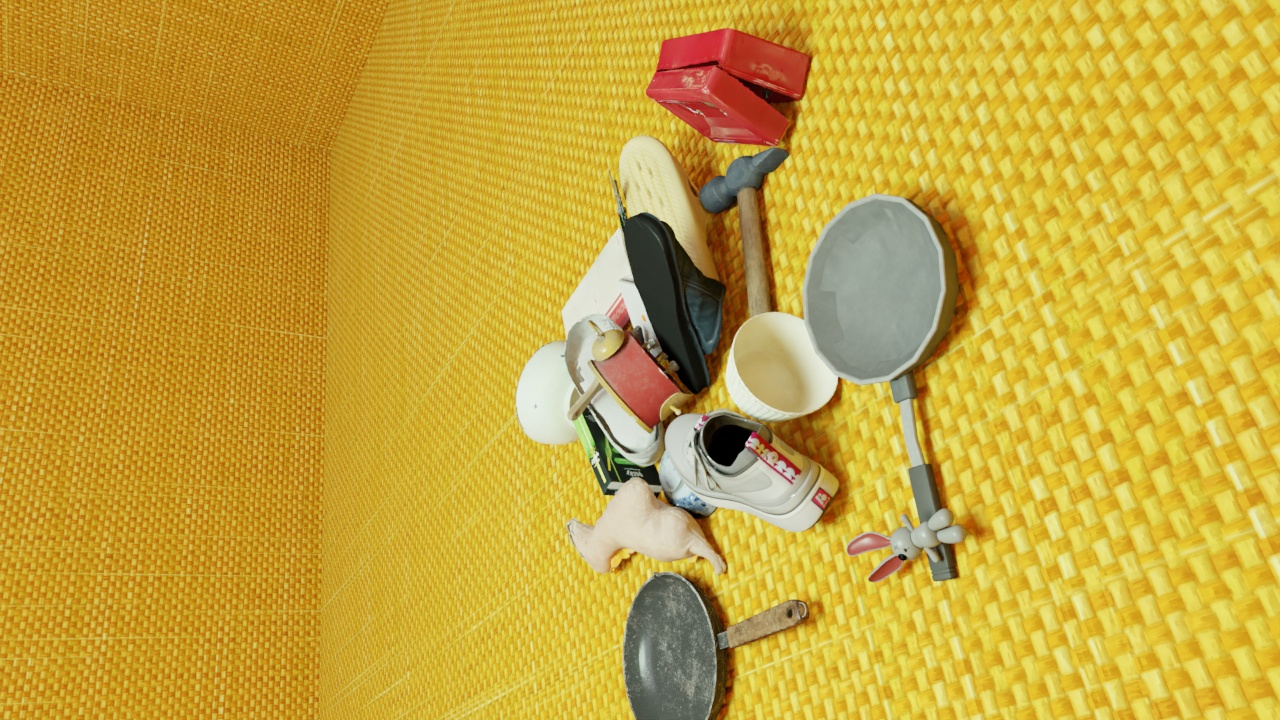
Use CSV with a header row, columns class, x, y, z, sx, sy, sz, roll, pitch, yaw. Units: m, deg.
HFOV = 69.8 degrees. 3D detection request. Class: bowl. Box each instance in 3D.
class,x,y,z,sx,sy,sz,roll,pitch,yaw
bowl,-0.100,0.052,1.319,0.073,0.153,0.153,13,94,38
bowl,0.055,0.136,1.117,0.114,0.045,0.114,-23,63,56
bowl,0.139,0.014,0.951,0.063,0.115,0.115,121,146,-60

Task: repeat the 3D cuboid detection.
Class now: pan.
class,x,y,z,sx,sy,sz,roll,pitch,yaw
pan,0.082,0.321,1.032,0.358,0.040,0.207,-39,50,48
pan,0.240,0.019,0.839,0.179,0.041,0.356,-32,61,53

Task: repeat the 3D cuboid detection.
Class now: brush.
class,x,y,z,sx,sy,sz,roll,pitch,yaw
brush,-0.045,0.019,1.195,0.012,0.039,0.151,35,81,30

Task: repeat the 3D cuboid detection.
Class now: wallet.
class,x,y,z,sx,sy,sz,roll,pitch,yaw
wallet,0.014,-0.052,1.212,0.118,0.037,0.115,26,138,69

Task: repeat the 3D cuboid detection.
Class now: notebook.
class,x,y,z,sx,sy,sz,roll,pitch,yaw
notebook,-0.064,-0.080,1.409,0.209,0.012,0.153,-50,42,42

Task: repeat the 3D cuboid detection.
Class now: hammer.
class,x,y,z,sx,sy,sz,roll,pitch,yaw
hammer,0.135,-0.089,1.052,0.130,0.040,0.321,-28,60,50

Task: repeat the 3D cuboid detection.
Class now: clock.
class,x,y,z,sx,sy,sz,roll,pitch,yaw
clock,-0.007,0.007,1.124,0.081,0.159,0.117,-42,-1,3

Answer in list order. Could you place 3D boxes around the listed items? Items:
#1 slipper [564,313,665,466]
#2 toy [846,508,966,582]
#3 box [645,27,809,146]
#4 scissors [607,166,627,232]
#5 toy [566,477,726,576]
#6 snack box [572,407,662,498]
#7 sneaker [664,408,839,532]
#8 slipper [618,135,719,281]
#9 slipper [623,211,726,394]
class,x,y,z,sx,sy,sz,roll,pitch,yaw
slipper,-0.030,0.035,1.241,0.075,0.112,0.246,88,159,-55
toy,0.230,0.157,0.791,0.049,0.030,0.112,52,137,2
box,0.100,-0.330,1.078,0.157,0.134,0.112,29,96,58
scissors,-0.014,-0.167,1.240,0.210,0.015,0.142,71,-177,-64
toy,-0.005,0.239,1.168,0.196,0.065,0.265,45,146,12
snack box,-0.032,0.122,1.234,0.025,0.080,0.147,-63,35,29
sneaker,0.085,0.092,0.976,0.096,0.128,0.263,-51,28,-11
slipper,0.055,-0.171,1.170,0.112,0.079,0.261,-36,72,58
slipper,0.055,-0.076,1.073,0.109,0.083,0.266,47,164,44
